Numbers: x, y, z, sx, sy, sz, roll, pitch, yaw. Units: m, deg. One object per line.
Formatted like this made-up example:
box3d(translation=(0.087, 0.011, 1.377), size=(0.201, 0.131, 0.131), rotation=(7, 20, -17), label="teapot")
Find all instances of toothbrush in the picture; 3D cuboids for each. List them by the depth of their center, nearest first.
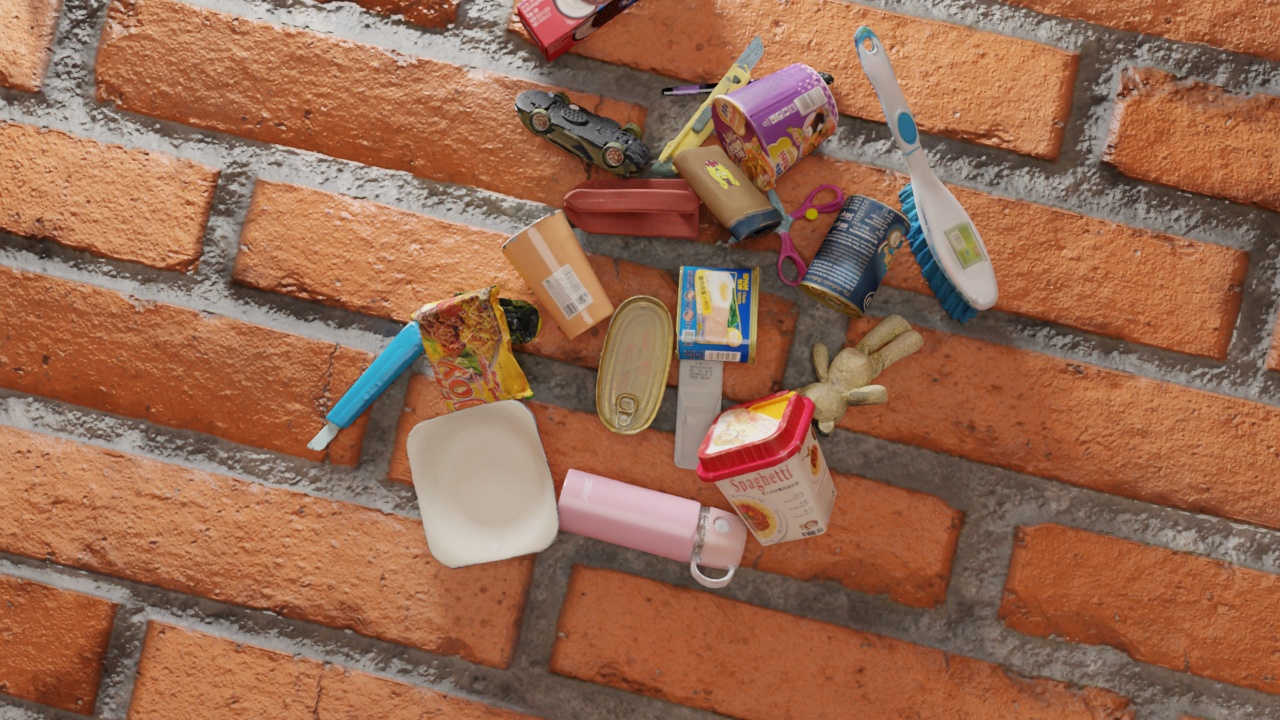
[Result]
box3d(translation=(0.117, -0.302, 1.003), size=(0.189, 0.017, 0.014), rotation=(-3, 83, 3), label="toothbrush")

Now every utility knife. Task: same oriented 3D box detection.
box3d(translation=(0.077, -0.273, 0.999), size=(0.031, 0.019, 0.183), rotation=(38, 91, -1), label="utility knife")
box3d(translation=(-0.300, 0.032, 1.004), size=(0.034, 0.018, 0.182), rotation=(44, 91, 17), label="utility knife")

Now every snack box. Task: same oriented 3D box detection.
box3d(translation=(-0.033, -0.410, 0.990), size=(0.207, 0.057, 0.058), rotation=(-35, 91, 0), label="snack box")

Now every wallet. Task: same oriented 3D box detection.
box3d(translation=(0.093, -0.176, 0.963), size=(0.115, 0.090, 0.033), rotation=(50, 125, 11), label="wallet")

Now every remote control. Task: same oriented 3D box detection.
box3d(translation=(0.063, 0.055, 0.990), size=(0.049, 0.024, 0.125), rotation=(3, 88, 1), label="remote control")

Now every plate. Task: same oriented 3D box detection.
box3d(translation=(-0.162, 0.130, 0.973), size=(0.164, 0.034, 0.163), rotation=(-14, 87, 21), label="plate")

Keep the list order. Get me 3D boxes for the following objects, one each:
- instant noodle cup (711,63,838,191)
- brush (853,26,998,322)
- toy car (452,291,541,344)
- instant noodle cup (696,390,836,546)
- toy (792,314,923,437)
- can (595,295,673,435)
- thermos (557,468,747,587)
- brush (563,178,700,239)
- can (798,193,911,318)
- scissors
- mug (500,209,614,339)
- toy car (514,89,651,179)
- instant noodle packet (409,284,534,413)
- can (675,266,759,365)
box3d(translation=(0.144, -0.250, 0.961), size=(0.099, 0.112, 0.111), rotation=(-34, 88, -9), label="instant noodle cup")
box3d(translation=(0.289, -0.187, 0.948), size=(0.060, 0.109, 0.314), rotation=(-26, 88, 3), label="brush")
box3d(translation=(-0.158, -0.047, 0.995), size=(0.105, 0.032, 0.048), rotation=(9, 97, 13), label="toy car")
box3d(translation=(0.135, 0.113, 0.933), size=(0.117, 0.116, 0.124), rotation=(-19, 111, 30), label="instant noodle cup")
box3d(translation=(0.231, 0.012, 0.973), size=(0.157, 0.066, 0.105), rotation=(-40, 55, -4), label="toy")
box3d(translation=(-0.006, 0.006, 0.981), size=(0.074, 0.049, 0.148), rotation=(10, 89, 2), label="can")
box3d(translation=(0.010, 0.178, 0.961), size=(0.198, 0.067, 0.087), rotation=(16, 51, 2), label="thermos")
box3d(translation=(-0.010, -0.164, 0.975), size=(0.146, 0.069, 0.063), rotation=(2, 87, 2), label="brush")
box3d(translation=(0.226, -0.110, 0.964), size=(0.075, 0.075, 0.111), rotation=(29, 89, 2), label="can")
box3d(translation=(0.161, -0.146, 0.998), size=(0.133, 0.017, 0.134), rotation=(-18, 88, 6), label="scissors")
box3d(translation=(-0.083, -0.088, 0.975), size=(0.078, 0.078, 0.123), rotation=(-33, 92, 0), label="mug")
box3d(translation=(-0.062, -0.245, 0.983), size=(0.158, 0.070, 0.042), rotation=(28, 128, 3), label="toy car")
box3d(translation=(-0.179, -0.006, 0.969), size=(0.111, 0.044, 0.128), rotation=(-13, 103, 23), label="instant noodle packet")
box3d(translation=(0.081, -0.049, 0.969), size=(0.083, 0.057, 0.102), rotation=(3, 73, 4), label="can")
